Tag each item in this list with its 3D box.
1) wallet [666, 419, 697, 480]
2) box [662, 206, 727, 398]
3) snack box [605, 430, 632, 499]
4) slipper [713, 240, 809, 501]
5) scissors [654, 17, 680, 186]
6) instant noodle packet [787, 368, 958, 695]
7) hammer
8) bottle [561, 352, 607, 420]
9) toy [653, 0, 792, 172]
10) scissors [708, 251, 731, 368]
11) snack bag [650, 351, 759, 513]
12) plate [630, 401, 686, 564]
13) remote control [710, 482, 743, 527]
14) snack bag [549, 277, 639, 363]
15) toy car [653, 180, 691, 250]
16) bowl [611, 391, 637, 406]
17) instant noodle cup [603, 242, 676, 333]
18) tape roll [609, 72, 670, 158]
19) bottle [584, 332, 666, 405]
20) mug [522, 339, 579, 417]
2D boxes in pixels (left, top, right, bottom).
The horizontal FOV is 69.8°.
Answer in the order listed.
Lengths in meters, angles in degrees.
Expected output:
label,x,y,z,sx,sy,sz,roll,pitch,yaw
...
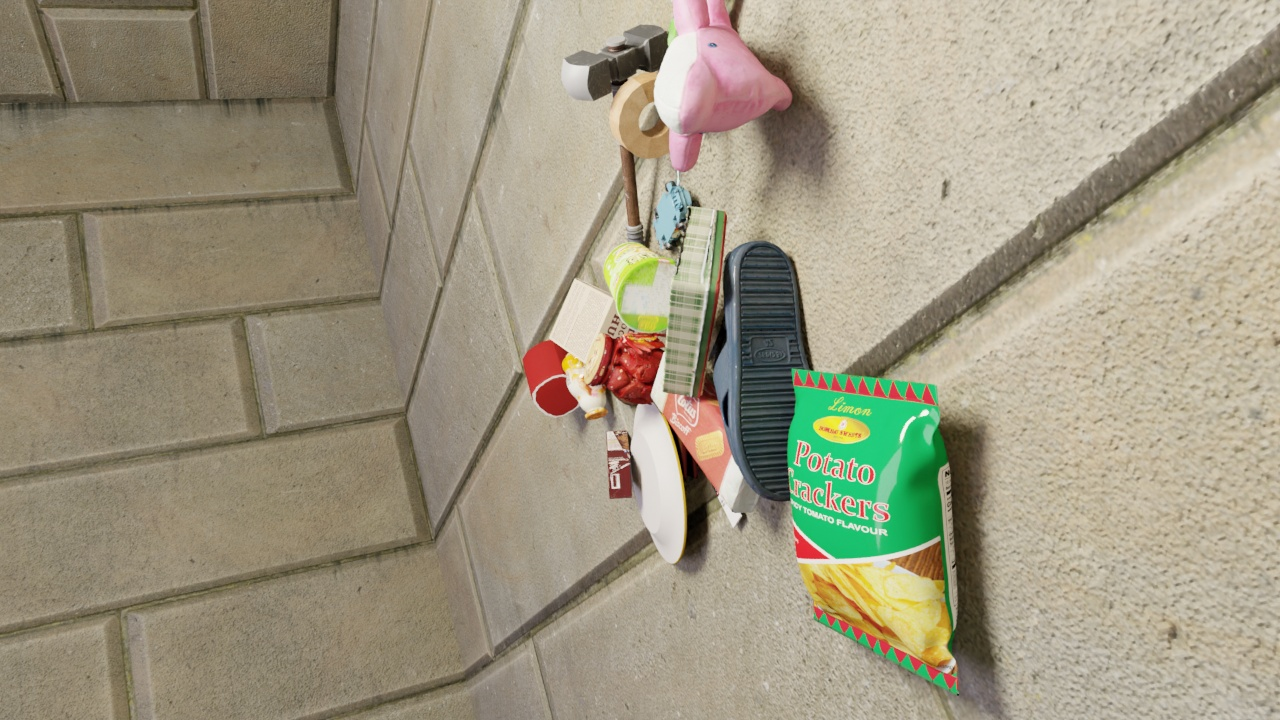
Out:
label,x,y,z,sx,sy,sz,roll,pitch,yaw
wallet,0.049,0.093,1.193,0.091,0.018,0.115,-174,79,-75
box,0.059,-0.059,0.994,0.206,0.050,0.117,95,-172,-52
snack box,-0.032,0.148,1.325,0.140,0.032,0.051,-102,10,-75
slipper,0.116,0.012,0.941,0.083,0.101,0.263,170,94,-65
scissors,0.042,-0.272,0.974,0.171,0.021,0.171,-47,-40,-69
instant noodle packet,0.200,0.138,0.808,0.196,0.090,0.253,-172,74,-65
hammer,-0.015,-0.243,1.153,0.043,0.155,0.323,30,141,36
bottle,-0.081,0.036,1.419,0.063,0.063,0.108,-49,54,60
toy,0.084,-0.272,0.882,0.264,0.128,0.187,-77,-9,-58
scissors,0.099,-0.059,1.059,0.170,0.012,0.132,148,111,-68
snack bag,0.077,0.076,1.063,0.225,0.041,0.078,53,136,47
plate,0.017,0.165,1.257,0.230,0.021,0.230,172,91,-75
remote control,0.097,0.146,1.130,0.028,0.011,0.124,110,143,-47
snack bag,-0.072,-0.056,1.316,0.206,0.069,0.094,32,99,59
toy car,0.043,-0.176,1.120,0.108,0.027,0.060,122,134,-69
bowl,-0.028,0.011,1.334,0.118,0.030,0.118,171,90,-66
instant noodle cup,0.001,-0.100,1.169,0.108,0.098,0.099,-126,35,-58
tape roll,0.012,-0.285,1.069,0.027,0.093,0.094,-130,38,-49
bottle,-0.007,0.007,1.183,0.099,0.111,0.099,-162,91,-73
mug,-0.135,0.039,1.512,0.116,0.080,0.096,51,-170,-39
